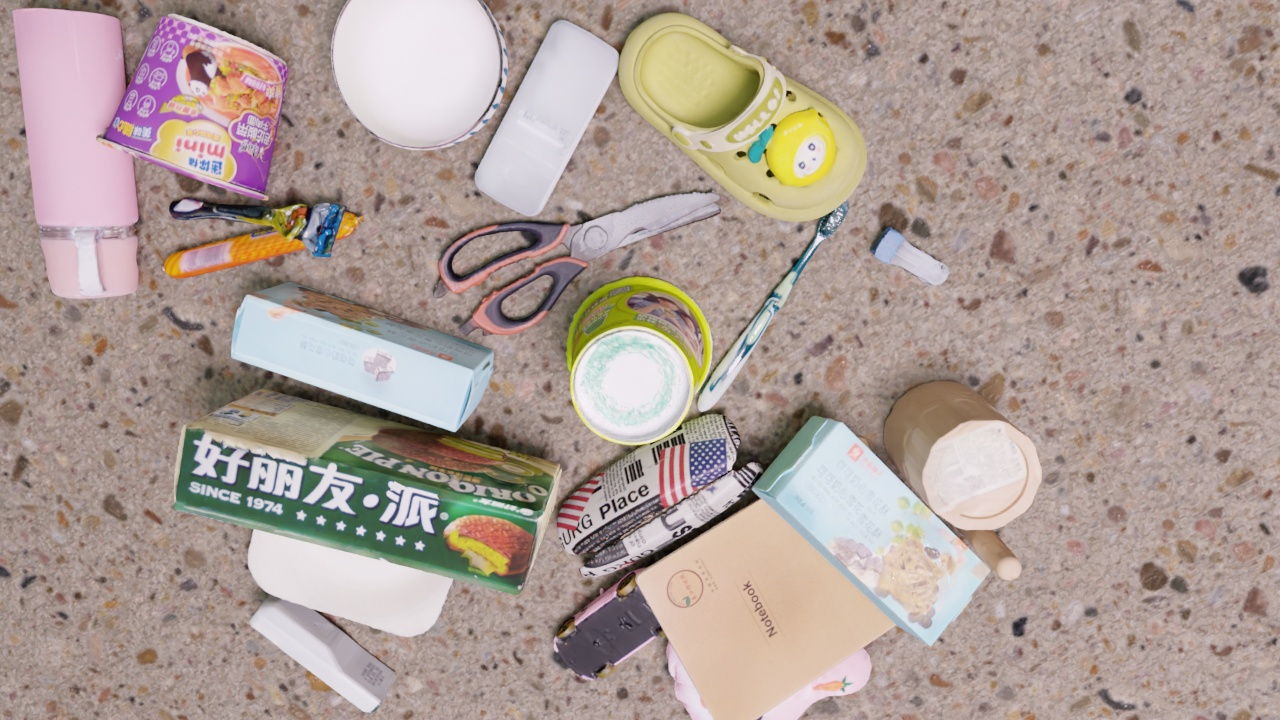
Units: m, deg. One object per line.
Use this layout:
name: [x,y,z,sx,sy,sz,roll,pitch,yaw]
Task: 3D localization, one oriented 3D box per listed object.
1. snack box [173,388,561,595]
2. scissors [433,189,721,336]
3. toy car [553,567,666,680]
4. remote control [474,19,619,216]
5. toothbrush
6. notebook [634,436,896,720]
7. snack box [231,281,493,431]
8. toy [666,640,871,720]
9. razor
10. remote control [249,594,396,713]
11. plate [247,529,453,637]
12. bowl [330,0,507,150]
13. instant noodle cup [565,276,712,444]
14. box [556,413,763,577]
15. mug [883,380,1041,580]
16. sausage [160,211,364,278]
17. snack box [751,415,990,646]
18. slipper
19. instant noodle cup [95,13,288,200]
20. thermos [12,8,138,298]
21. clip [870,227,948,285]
snack box: [-0.182,0.086,0.642,0.240,0.114,0.063,14,101,-1]
scissors: [-0.042,-0.072,0.686,0.208,0.015,0.185,18,101,-1]
toy car: [-0.017,0.209,0.737,0.123,0.037,0.056,-41,95,23]
remote control: [-0.068,-0.173,0.662,0.056,0.020,0.136,29,102,-4]
toothbrush: [0.098,-0.039,0.684,0.016,0.018,0.192,33,101,-4]
notebook: [0.117,0.172,0.699,0.207,0.008,0.148,-30,98,-11]
snack box: [-0.201,-0.005,0.678,0.175,0.074,0.052,18,102,-1]
toy: [0.102,0.237,0.729,0.159,0.054,0.121,-17,98,-1]
razor: [-0.288,-0.107,0.675,0.143,0.022,0.042,9,71,14]
remote control: [-0.257,0.234,0.747,0.125,0.049,0.024,41,98,-6]
plate: [-0.219,0.127,0.728,0.164,0.034,0.164,18,102,-1]
bowl: [-0.146,-0.205,0.636,0.116,0.066,0.116,1,102,4]
instant noodle cup: [-0.004,0.004,0.645,0.112,0.123,0.112,1,102,3]
box: [0.008,0.099,0.702,0.163,0.076,0.087,-31,79,12]
mug: [0.234,0.085,0.661,0.084,0.103,0.124,-18,100,6]
sausage: [-0.286,-0.087,0.692,0.165,0.021,0.021,-12,101,5]
snack box: [0.170,0.125,0.678,0.175,0.052,0.074,43,82,-12]
slipper: [0.068,-0.165,0.627,0.190,0.081,0.092,34,104,-4]
instant noodle cup: [-0.300,-0.176,0.634,0.111,0.111,0.099,21,95,-2]
thermos: [-0.399,-0.144,0.654,0.067,0.087,0.199,-3,102,-26]
clip: [0.199,-0.074,0.673,0.058,0.038,0.026,30,100,-2]
